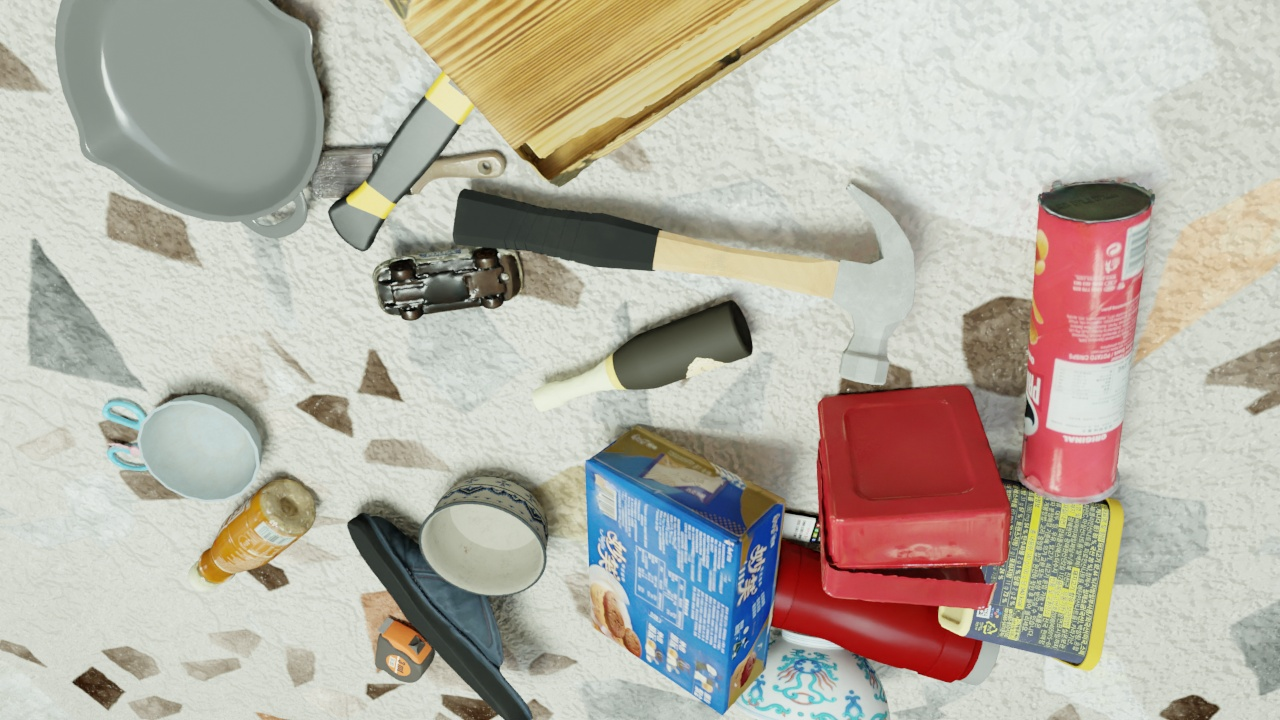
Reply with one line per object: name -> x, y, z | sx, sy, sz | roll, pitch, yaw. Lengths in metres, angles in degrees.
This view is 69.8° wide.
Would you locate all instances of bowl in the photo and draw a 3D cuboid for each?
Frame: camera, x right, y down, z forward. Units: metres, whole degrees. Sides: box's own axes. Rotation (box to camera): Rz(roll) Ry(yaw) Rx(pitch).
bowl -> 0.163, 0.293, 0.862 | 0.144, 0.144, 0.074 | 5, 84, 5
bowl -> -0.390, 0.073, 0.828 | 0.106, 0.039, 0.106 | 0, 117, 1
bowl -> -0.137, 0.153, 0.836 | 0.115, 0.059, 0.116 | 4, 124, 6

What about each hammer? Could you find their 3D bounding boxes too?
hammer -> -0.111, -0.189, 0.616 | 0.170, 0.034, 0.325 | 38, 118, -18
hammer -> 0.027, -0.076, 0.654 | 0.328, 0.039, 0.131 | 11, 97, 8

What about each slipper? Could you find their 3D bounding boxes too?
slipper -> -0.177, 0.238, 0.895 | 0.265, 0.083, 0.109 | 52, 155, -10

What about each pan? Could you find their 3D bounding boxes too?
pan -> -0.343, -0.241, 0.627 | 0.217, 0.024, 0.355 | -19, 118, 20

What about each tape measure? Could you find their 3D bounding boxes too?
tape measure -> -0.247, 0.306, 0.969 | 0.059, 0.038, 0.058 | 22, 124, 10

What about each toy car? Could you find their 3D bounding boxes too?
toy car -> -0.148, -0.063, 0.711 | 0.112, 0.040, 0.048 | -8, 123, -8

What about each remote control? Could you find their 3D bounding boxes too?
remote control -> 0.170, 0.152, 0.819 | 0.124, 0.011, 0.028 | 10, 124, 2

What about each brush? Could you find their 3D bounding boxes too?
brush -> -0.173, -0.140, 0.676 | 0.151, 0.012, 0.039 | 0, 123, 8

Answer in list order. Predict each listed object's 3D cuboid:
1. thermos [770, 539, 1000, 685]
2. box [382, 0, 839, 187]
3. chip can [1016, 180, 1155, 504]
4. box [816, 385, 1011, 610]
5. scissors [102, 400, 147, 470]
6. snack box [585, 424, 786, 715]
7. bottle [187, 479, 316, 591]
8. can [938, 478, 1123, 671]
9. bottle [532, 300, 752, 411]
thermos -> 0.212, 0.215, 0.809 | 0.198, 0.083, 0.108 | 16, 130, 0
box -> -0.034, -0.300, 0.448 | 0.279, 0.286, 0.336 | -31, 157, 6
chip can -> 0.314, -0.009, 0.656 | 0.073, 0.073, 0.233 | -4, 122, 11
box -> 0.199, 0.096, 0.692 | 0.130, 0.157, 0.098 | -2, 126, 8
scissors -> -0.441, 0.069, 0.858 | 0.142, 0.015, 0.095 | -3, 123, 3
snack box -> 0.033, 0.178, 0.781 | 0.155, 0.069, 0.203 | 24, 130, 32
bottle -> -0.382, 0.176, 0.887 | 0.167, 0.059, 0.059 | -36, 112, 27
can -> 0.310, 0.166, 0.738 | 0.104, 0.075, 0.135 | 13, 83, 3
bottle -> -0.004, 0.004, 0.726 | 0.185, 0.045, 0.045 | -20, 118, 20
